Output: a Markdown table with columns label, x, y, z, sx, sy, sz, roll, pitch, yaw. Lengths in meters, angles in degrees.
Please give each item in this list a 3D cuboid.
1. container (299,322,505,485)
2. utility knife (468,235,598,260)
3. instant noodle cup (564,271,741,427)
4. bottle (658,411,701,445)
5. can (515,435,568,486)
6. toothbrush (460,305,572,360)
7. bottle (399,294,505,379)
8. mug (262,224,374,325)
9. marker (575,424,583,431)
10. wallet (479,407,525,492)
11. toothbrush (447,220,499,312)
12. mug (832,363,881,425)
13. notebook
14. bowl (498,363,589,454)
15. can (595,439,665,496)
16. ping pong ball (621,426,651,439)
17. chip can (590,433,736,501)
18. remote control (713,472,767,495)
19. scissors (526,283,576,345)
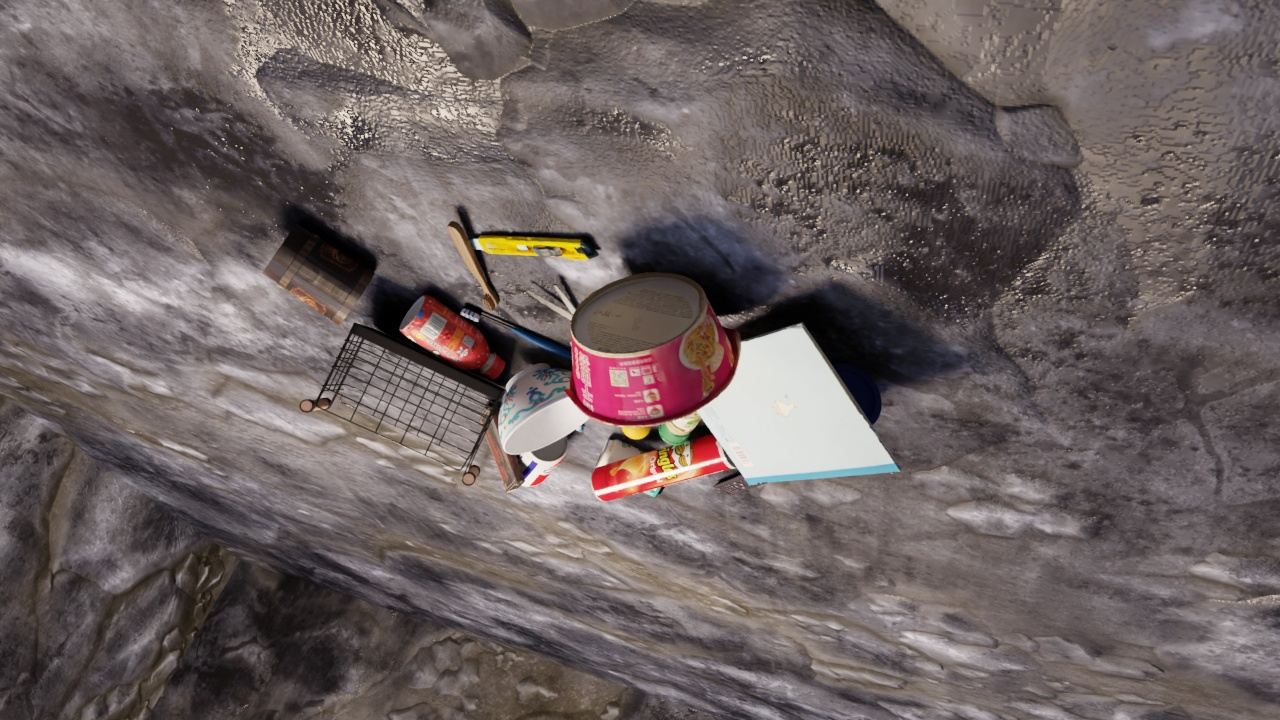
| label | x | y | z | sx | sy | sz | roll | pitch | yaw |
| --- | --- | --- | --- | --- | --- | --- | --- | --- | --- |
| container | -0.305 | 0.055 | 1.229 | 0.241 | 0.130 | 0.163 | 25 | 177 | -5 |
| utility knife | -0.119 | -0.121 | 0.981 | 0.165 | 0.017 | 0.030 | 9 | 144 | 30 |
| instant noodle cup | 0.005 | -0.021 | 0.920 | 0.179 | 0.178 | 0.078 | 6 | 131 | 28 |
| bottle | 0.056 | 0.069 | 1.153 | 0.043 | 0.043 | 0.111 | 23 | 150 | -2 |
| can | -0.158 | 0.143 | 1.396 | 0.070 | 0.070 | 0.132 | 27 | 151 | -8 |
| toothbrush | -0.146 | -0.031 | 1.151 | 0.167 | 0.014 | 0.014 | 24 | 163 | -2 |
| bottle | -0.236 | -0.024 | 1.178 | 0.137 | 0.061 | 0.062 | 38 | 148 | -24 |
| mug | -0.402 | -0.108 | 1.148 | 0.107 | 0.080 | 0.116 | 35 | 175 | -20 |
| marker | -0.121 | 0.060 | 1.290 | 0.013 | 0.013 | 0.142 | -2 | 144 | 37 |
| wallet | -0.209 | 0.133 | 1.384 | 0.123 | 0.019 | 0.072 | 67 | 156 | 11 |
| toothbrush | -0.189 | -0.104 | 1.043 | 0.016 | 0.016 | 0.167 | 19 | 156 | 18 |
| mug | 0.193 | 0.038 | 0.983 | 0.112 | 0.074 | 0.076 | 48 | 151 | 6 |
| notebook | 0.142 | 0.056 | 0.985 | 0.181 | 0.009 | 0.254 | 55 | 151 | -10 |
| bowl | -0.130 | 0.052 | 1.194 | 0.074 | 0.143 | 0.144 | 58 | 158 | 18 |
| can | -0.010 | 0.155 | 1.328 | 0.101 | 0.054 | 0.055 | 24 | 152 | -3 |
| ping pong ball | -0.005 | 0.085 | 1.221 | 0.040 | 0.040 | 0.040 | 17 | 151 | 10 |
| chip can | 0.031 | 0.143 | 1.229 | 0.215 | 0.051 | 0.052 | -20 | 132 | 32 |
| remote control | 0.146 | 0.165 | 1.279 | 0.032 | 0.015 | 0.137 | 29 | 153 | -13 |
| scissors | -0.056 | -0.040 | 1.074 | 0.162 | 0.014 | 0.142 | 17 | 154 | 8 |
